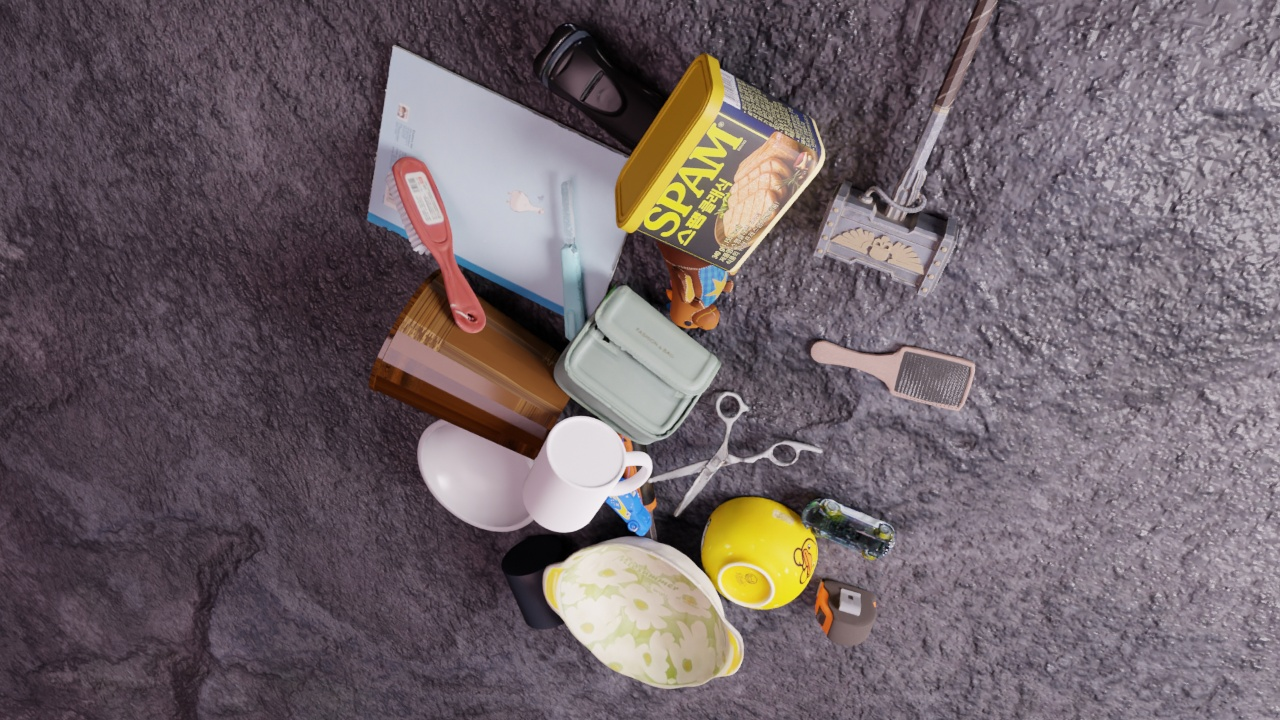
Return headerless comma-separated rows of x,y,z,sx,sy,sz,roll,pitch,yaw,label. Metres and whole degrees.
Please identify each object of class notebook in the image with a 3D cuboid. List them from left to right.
-0.130,-0.151,0.837,0.253,0.009,0.181,27,126,6,notebook

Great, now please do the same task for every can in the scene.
0.058,-0.145,0.702,0.104,0.075,0.136,21,130,-23,can

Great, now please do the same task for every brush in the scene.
-0.186,-0.101,0.832,0.030,0.040,0.172,-26,86,45,brush
0.212,0.008,0.785,0.136,0.015,0.050,15,123,15,brush

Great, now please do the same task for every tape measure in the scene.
0.203,0.248,0.909,0.058,0.058,0.038,16,124,10,tape measure

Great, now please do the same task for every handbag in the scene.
-0.005,0.005,0.820,0.122,0.106,0.067,37,166,-4,handbag

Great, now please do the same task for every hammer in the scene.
-0.013,0.128,0.943,0.138,0.034,0.315,2,119,22,hammer
0.219,-0.201,0.636,0.098,0.044,0.323,22,126,9,hammer

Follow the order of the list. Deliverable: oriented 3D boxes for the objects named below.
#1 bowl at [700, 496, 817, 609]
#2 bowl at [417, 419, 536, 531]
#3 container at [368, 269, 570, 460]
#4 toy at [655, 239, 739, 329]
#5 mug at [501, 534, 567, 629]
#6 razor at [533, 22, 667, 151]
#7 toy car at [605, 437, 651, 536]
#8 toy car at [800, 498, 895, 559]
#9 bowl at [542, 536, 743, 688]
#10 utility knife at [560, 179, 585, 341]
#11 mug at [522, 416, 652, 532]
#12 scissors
0.113,0.202,0.912,0.117,0.067,0.117,11,123,17,bowl
-0.165,0.113,0.992,0.150,0.043,0.150,11,123,17,bowl
-0.150,0.011,0.879,0.167,0.131,0.132,30,127,-3,container
0.032,-0.076,0.800,0.103,0.070,0.090,39,144,25,toy
-0.097,0.250,1.023,0.105,0.071,0.077,2,121,39,mug
-0.019,-0.209,0.735,0.140,0.063,0.053,35,111,-17,razor
-0.008,0.120,0.900,0.092,0.033,0.062,46,113,-2,toy car
0.198,0.157,0.874,0.090,0.027,0.039,23,128,8,toy car
0.009,0.246,0.941,0.219,0.060,0.189,15,125,18,bowl
-0.063,-0.085,0.833,0.022,0.015,0.166,9,125,16,utility knife
-0.045,0.105,0.844,0.110,0.073,0.091,2,146,-22,mug
0.088,0.100,0.878,0.158,0.014,0.142,16,110,8,scissors
